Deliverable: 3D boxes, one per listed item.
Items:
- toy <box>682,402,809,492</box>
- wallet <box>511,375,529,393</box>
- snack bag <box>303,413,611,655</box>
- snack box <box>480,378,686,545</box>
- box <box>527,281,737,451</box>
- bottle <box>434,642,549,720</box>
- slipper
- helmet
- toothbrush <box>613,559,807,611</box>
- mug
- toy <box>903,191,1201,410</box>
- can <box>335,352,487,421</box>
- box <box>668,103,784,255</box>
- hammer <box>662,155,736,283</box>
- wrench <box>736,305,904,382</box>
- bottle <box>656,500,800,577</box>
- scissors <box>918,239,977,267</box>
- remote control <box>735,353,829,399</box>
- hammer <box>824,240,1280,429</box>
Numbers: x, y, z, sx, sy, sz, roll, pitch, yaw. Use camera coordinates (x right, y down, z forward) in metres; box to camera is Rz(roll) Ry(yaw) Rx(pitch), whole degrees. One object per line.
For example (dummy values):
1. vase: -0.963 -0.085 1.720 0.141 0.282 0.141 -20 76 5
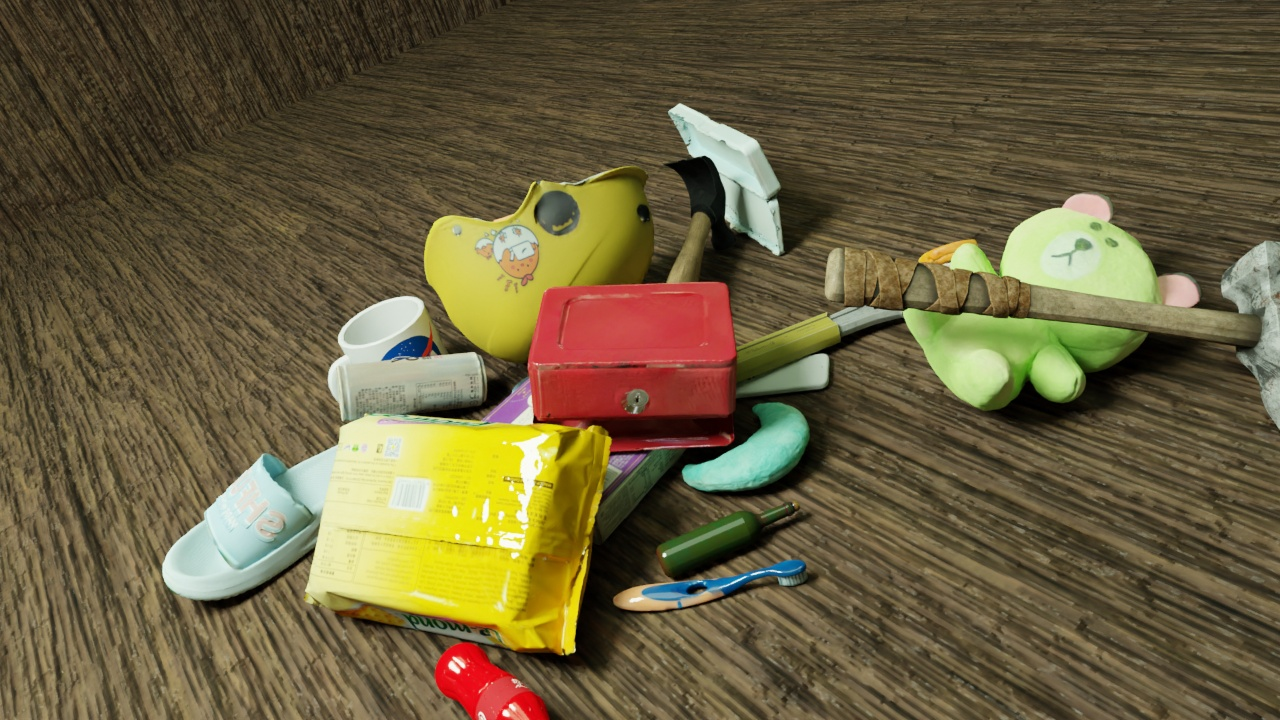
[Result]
1. toy: 0.089 0.068 0.707 0.105 0.033 0.085 -38 25 -25
2. wallet: -0.056 0.023 0.857 0.114 0.026 0.089 -31 35 -17
3. snack bag: -0.136 0.115 0.658 0.248 0.068 0.159 0 70 29
4. snack box: -0.048 0.062 0.753 0.148 0.041 0.143 22 50 32
5. box: -0.004 0.000 0.717 0.158 0.093 0.129 -4 35 4
6. bottle: -0.083 0.216 0.569 0.036 0.036 0.119 -39 37 -28
7. slipper: -0.306 0.114 0.811 0.244 0.074 0.104 -33 33 -23
8. helmet: -0.079 -0.080 0.898 0.240 0.139 0.209 -21 -8 -4
9. toothbrush: 0.046 0.153 0.618 0.135 0.017 0.021 -14 29 14
10. mug: -0.259 0.004 0.935 0.121 0.090 0.091 -33 34 -20
11. toy: 0.298 -0.036 0.687 0.196 0.107 0.150 -18 50 -14
12. can: -0.218 0.024 0.878 0.135 0.054 0.054 -6 27 -20
13. box: 0.098 -0.205 1.014 0.040 0.134 0.197 -32 33 -4
14. hammer: 0.041 -0.085 0.893 0.040 0.132 0.304 -6 41 23
15. wrench: 0.151 -0.024 0.808 0.273 0.018 0.083 -21 26 -8
16. bottle: 0.063 0.122 0.643 0.106 0.025 0.025 -22 32 -4
17. scissors: 0.233 -0.074 0.777 0.128 0.011 0.126 -1 -17 -45
18. remote control: 0.091 0.018 0.801 0.147 0.008 0.045 -7 33 19
19. hammer: 0.283 -0.034 0.606 0.319 0.049 0.121 8 68 4
